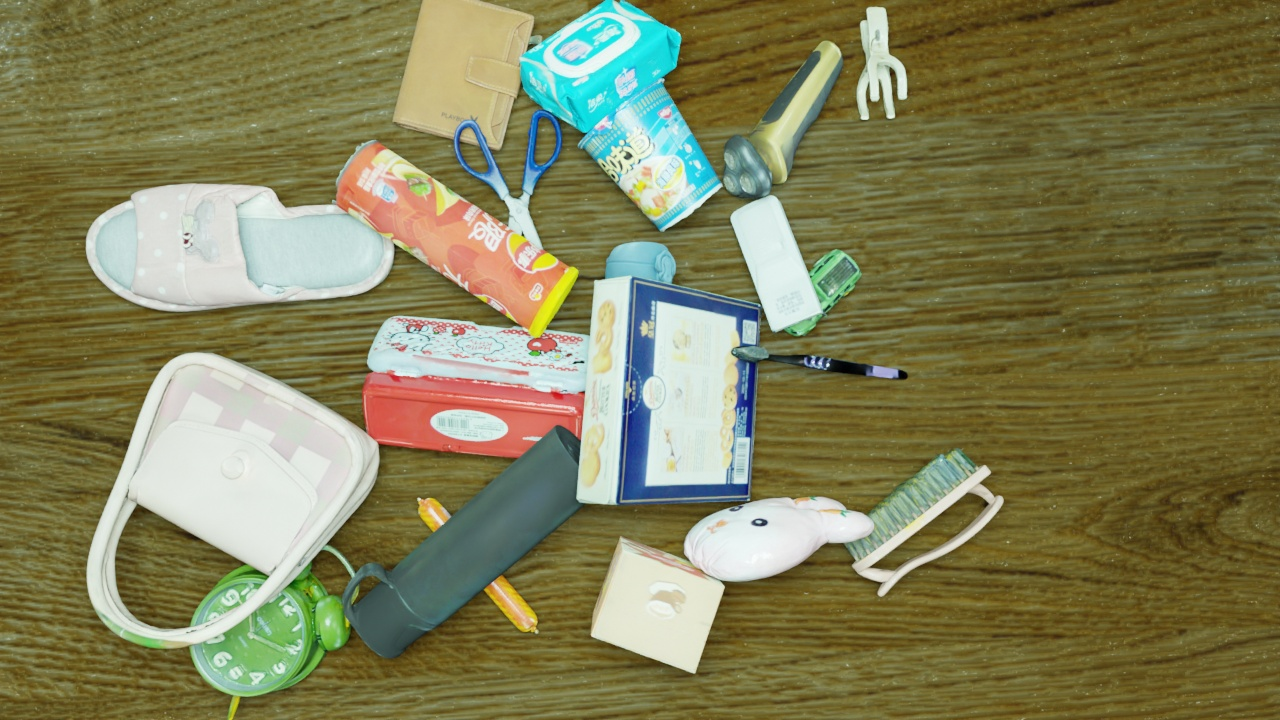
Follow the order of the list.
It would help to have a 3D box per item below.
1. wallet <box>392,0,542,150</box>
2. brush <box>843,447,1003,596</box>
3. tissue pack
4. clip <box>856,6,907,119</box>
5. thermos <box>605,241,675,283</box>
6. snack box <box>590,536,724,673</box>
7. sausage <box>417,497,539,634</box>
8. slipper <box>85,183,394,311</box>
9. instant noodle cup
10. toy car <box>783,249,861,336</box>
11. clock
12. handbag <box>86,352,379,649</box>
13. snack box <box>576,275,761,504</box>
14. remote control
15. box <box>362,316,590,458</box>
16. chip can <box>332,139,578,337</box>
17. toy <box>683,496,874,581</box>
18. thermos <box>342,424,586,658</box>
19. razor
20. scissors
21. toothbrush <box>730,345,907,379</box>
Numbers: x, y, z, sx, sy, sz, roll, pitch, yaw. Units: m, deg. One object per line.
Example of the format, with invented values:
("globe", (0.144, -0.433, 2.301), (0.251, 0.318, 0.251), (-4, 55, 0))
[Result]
("wallet", (-0.158, -0.269, 0.856), (0.119, 0.035, 0.130), (14, 90, 2))
("brush", (0.252, 0.146, 0.828), (0.145, 0.063, 0.073), (-38, 78, -3))
("tissue pack", (-0.037, -0.268, 0.822), (0.133, 0.050, 0.093), (-39, 54, -14))
("clip", (0.223, -0.273, 0.874), (0.035, 0.087, 0.104), (-5, 59, -1))
("thermos", (-0.005, 0.005, 0.826), (0.070, 0.070, 0.220), (3, 87, -2))
("snack box", (0.013, 0.210, 0.801), (0.093, 0.094, 0.077), (20, 86, 0))
("sausage", (-0.148, 0.186, 0.834), (0.021, 0.021, 0.165), (-41, 88, -4))
("slipper", (-0.362, -0.101, 0.827), (0.274, 0.054, 0.114), (1, 87, -3))
("instant noodle cup", (0.014, -0.179, 0.828), (0.099, 0.099, 0.110), (-38, 97, -4))
("toy car", (0.164, -0.063, 0.852), (0.091, 0.036, 0.043), (-45, 90, 0))
("clock", (-0.322, 0.227, 0.809), (0.161, 0.056, 0.116), (-38, 89, -4))
("handbag", (-0.353, 0.125, 0.767), (0.193, 0.093, 0.233), (27, 70, 4))
("snack box", (0.031, 0.030, 0.780), (0.046, 0.182, 0.178), (1, 85, 43))
("remote control", (0.122, -0.089, 0.838), (0.049, 0.024, 0.125), (-24, 73, 17))
("box", (-0.142, 0.025, 0.835), (0.201, 0.100, 0.095), (6, 128, -1))
("chip can", (-0.161, -0.108, 0.812), (0.216, 0.073, 0.073), (34, 86, -1))
("toy", (0.118, 0.150, 0.801), (0.159, 0.121, 0.054), (-12, 98, -17))
("thermos", (-0.145, 0.152, 0.777), (0.242, 0.068, 0.090), (-40, 132, 6))
("razor", (0.134, -0.226, 0.851), (0.067, 0.062, 0.167), (39, 80, -29))
("scissors", (-0.111, -0.155, 0.847), (0.162, 0.012, 0.162), (43, 91, -10))
("toothbrush", (0.167, 0.002, 0.827), (0.188, 0.017, 0.014), (7, 74, -22))
